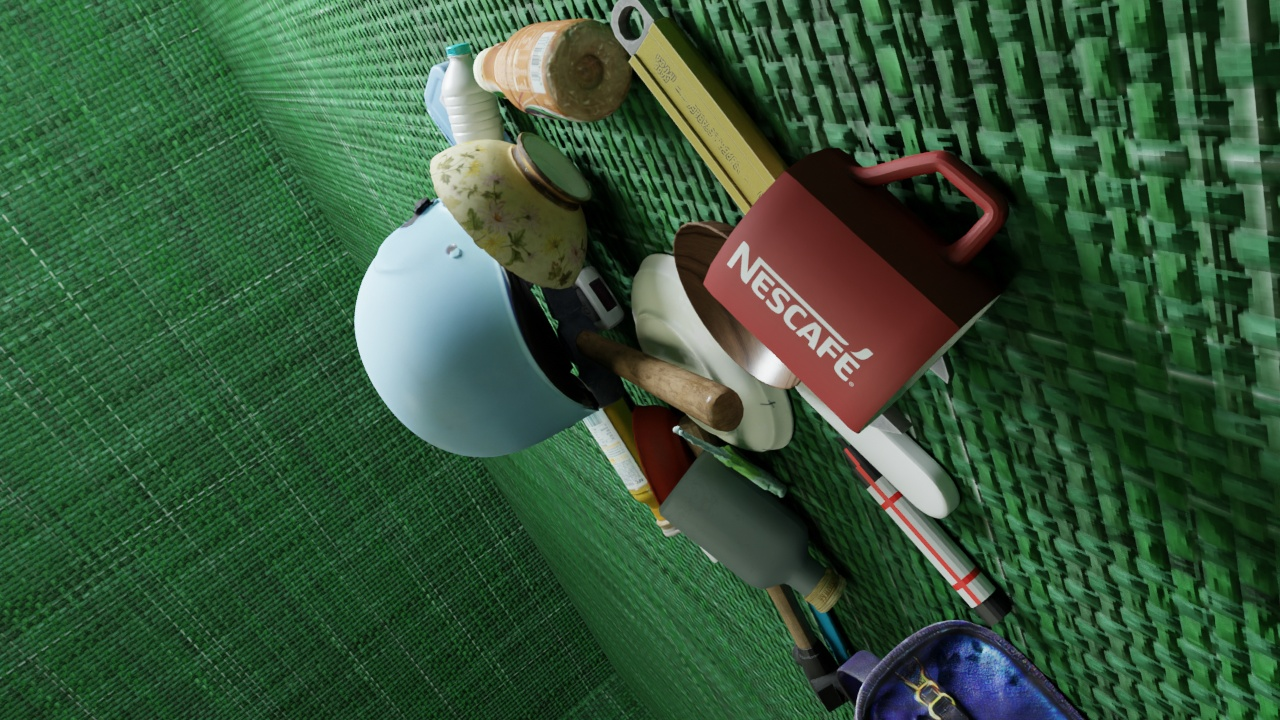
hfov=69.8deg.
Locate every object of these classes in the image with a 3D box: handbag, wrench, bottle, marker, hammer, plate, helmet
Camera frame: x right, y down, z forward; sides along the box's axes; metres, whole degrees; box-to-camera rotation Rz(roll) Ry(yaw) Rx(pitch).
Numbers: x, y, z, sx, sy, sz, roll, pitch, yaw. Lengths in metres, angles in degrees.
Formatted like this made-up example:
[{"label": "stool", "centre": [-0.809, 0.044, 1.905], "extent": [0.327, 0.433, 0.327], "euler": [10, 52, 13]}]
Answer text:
[{"label": "handbag", "centre": [0.222, 0.291, 0.631], "extent": [0.222, 0.125, 0.205], "euler": [44, 160, 36]}, {"label": "wrench", "centre": [0.066, -0.082, 0.479], "extent": [0.273, 0.018, 0.084], "euler": [54, 136, 8]}, {"label": "bottle", "centre": [-0.067, -0.190, 0.601], "extent": [0.167, 0.059, 0.059], "euler": [29, 150, 56]}, {"label": "marker", "centre": [0.174, 0.103, 0.578], "extent": [0.145, 0.019, 0.019], "euler": [50, 163, 16]}, {"label": "bottle", "centre": [0.099, 0.149, 0.773], "extent": [0.161, 0.072, 0.046], "euler": [37, -169, 7]}, {"label": "hammer", "centre": [0.115, 0.185, 0.844], "extent": [0.305, 0.040, 0.132], "euler": [62, 175, -11]}, {"label": "plate", "centre": [0.045, 0.003, 0.715], "extent": [0.182, 0.034, 0.183], "euler": [48, 162, 20]}, {"label": "bottle", "centre": [-0.003, 0.111, 1.021], "extent": [0.186, 0.053, 0.053], "euler": [58, 163, -10]}, {"label": "helmet", "centre": [-0.156, -0.027, 0.801], "extent": [0.225, 0.167, 0.265], "euler": [63, 179, -29]}, {"label": "bottle", "centre": [-0.138, -0.197, 0.779], "extent": [0.044, 0.044, 0.136], "euler": [29, 136, 56]}, {"label": "hammer", "centre": [-0.004, 0.004, 0.724], "extent": [0.129, 0.040, 0.322], "euler": [66, 164, -18]}]

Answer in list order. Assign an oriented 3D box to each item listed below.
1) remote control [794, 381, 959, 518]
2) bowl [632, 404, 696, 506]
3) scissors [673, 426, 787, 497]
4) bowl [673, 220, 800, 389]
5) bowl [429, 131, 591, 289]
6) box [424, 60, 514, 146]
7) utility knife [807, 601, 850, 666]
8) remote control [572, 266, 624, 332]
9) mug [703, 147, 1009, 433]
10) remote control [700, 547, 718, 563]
[{"label": "remote control", "centre": [0.140, 0.043, 0.566], "extent": [0.136, 0.013, 0.043], "euler": [47, 162, 25]}, {"label": "bowl", "centre": [0.033, 0.093, 0.858], "extent": [0.122, 0.035, 0.122], "euler": [-21, -90, -77]}, {"label": "scissors", "centre": [0.065, 0.075, 0.706], "extent": [0.065, 0.033, 0.174], "euler": [41, -179, 33]}, {"label": "bowl", "centre": [0.070, -0.040, 0.563], "extent": [0.119, 0.032, 0.119], "euler": [48, 162, 21]}, {"label": "bowl", "centre": [-0.085, -0.129, 0.710], "extent": [0.145, 0.063, 0.145], "euler": [38, -157, -20]}, {"label": "box", "centre": [-0.137, -0.171, 0.867], "extent": [0.209, 0.039, 0.127], "euler": [54, 162, 7]}, {"label": "utility knife", "centre": [0.188, 0.273, 0.877], "extent": [0.198, 0.015, 0.031], "euler": [64, 166, -19]}, {"label": "remote control", "centre": [-0.055, -0.054, 0.890], "extent": [0.060, 0.025, 0.139], "euler": [57, 163, -7]}, {"label": "mug", "centre": [0.100, -0.042, 0.401], "extent": [0.096, 0.080, 0.117], "euler": [46, 126, 15]}, {"label": "remote control", "centre": [0.086, 0.202, 1.025], "extent": [0.033, 0.012, 0.131], "euler": [48, 163, 13]}]
